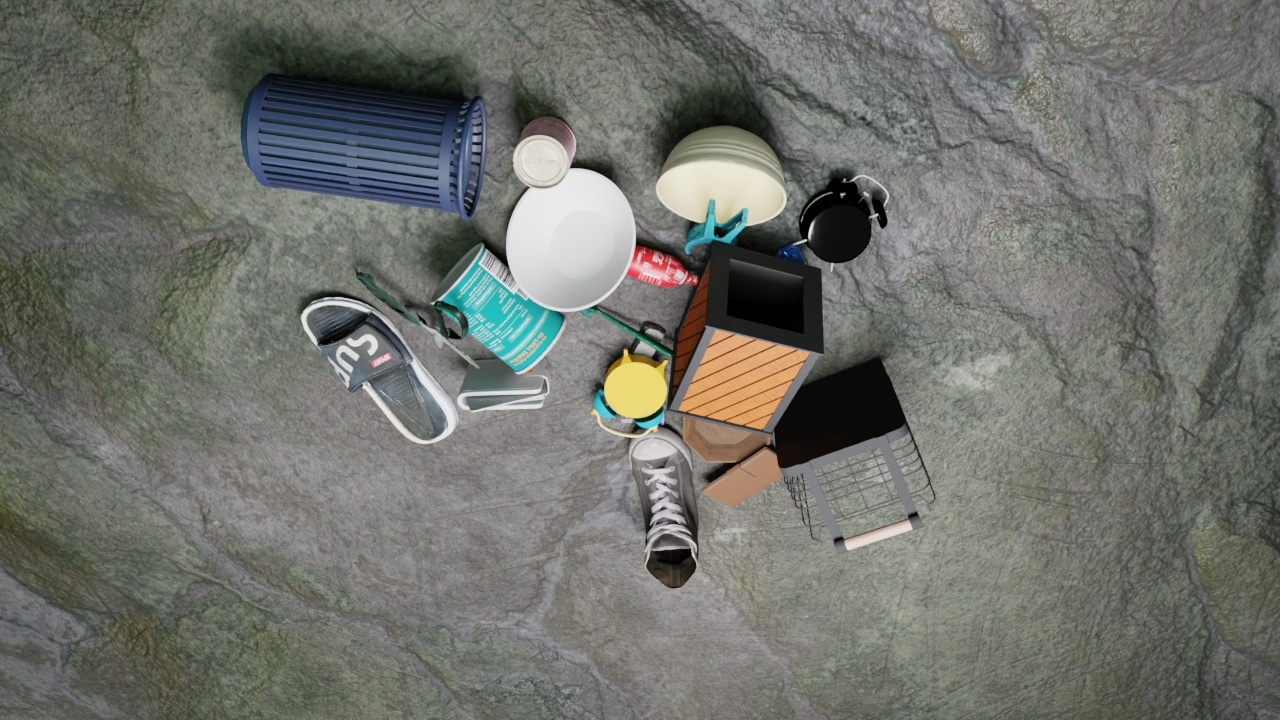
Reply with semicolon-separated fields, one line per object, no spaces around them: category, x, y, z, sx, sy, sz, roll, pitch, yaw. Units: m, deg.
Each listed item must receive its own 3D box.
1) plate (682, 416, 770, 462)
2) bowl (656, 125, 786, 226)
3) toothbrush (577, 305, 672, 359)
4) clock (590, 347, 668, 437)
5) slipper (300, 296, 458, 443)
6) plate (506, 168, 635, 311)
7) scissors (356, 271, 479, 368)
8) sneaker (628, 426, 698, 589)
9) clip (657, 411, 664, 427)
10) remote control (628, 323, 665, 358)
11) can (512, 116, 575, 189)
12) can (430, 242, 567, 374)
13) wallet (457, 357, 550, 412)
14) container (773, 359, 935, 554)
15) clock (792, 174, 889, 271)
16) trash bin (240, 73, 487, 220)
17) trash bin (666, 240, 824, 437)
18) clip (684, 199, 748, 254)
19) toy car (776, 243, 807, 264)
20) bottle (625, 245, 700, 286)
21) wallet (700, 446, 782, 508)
plate;0.122;0.088;1.300;0.131;0.025;0.131;1;121;1
bowl;0.098;-0.223;1.068;0.151;0.075;0.151;8;163;2
toothbrush;0.000;-0.028;1.221;0.190;0.016;0.017;30;117;-4
clock;-0.011;0.047;1.255;0.099;0.043;0.130;15;114;-6
slipper;-0.355;0.022;1.257;0.111;0.063;0.264;-26;119;16
plate;-0.080;-0.145;1.131;0.174;0.036;0.174;-1;88;22
scissors;-0.273;-0.058;1.165;0.201;0.015;0.206;39;158;-12
sneaker;0.034;0.210;1.323;0.095;0.119;0.235;-4;119;4
clip;0.026;0.091;1.313;0.029;0.013;0.050;-11;123;9
remote control;-0.008;0.007;1.263;0.033;0.013;0.137;23;121;-11
can;-0.112;-0.244;1.078;0.067;0.076;0.067;1;121;2
can;-0.180;-0.066;1.174;0.099;0.099;0.144;-40;112;22
wallet;-0.182;0.038;1.227;0.118;0.115;0.037;-2;121;3
container;0.274;0.119;1.198;0.163;0.240;0.130;-22;110;14
clock;0.250;-0.173;1.129;0.091;0.042;0.121;32;117;-16
trash bin;-0.313;-0.247;1.050;0.249;0.139;0.139;8;121;-1
trash bin;0.127;-0.024;1.137;0.139;0.139;0.172;13;140;-6
clip;0.111;-0.150;1.121;0.120;0.030;0.130;21;160;-20
toy car;0.197;-0.112;1.156;0.033;0.061;0.092;-26;117;16
bottle;0.009;-0.121;1.168;0.141;0.041;0.042;17;120;-8
wallet;0.158;0.172;1.343;0.121;0.013;0.087;-37;137;21
